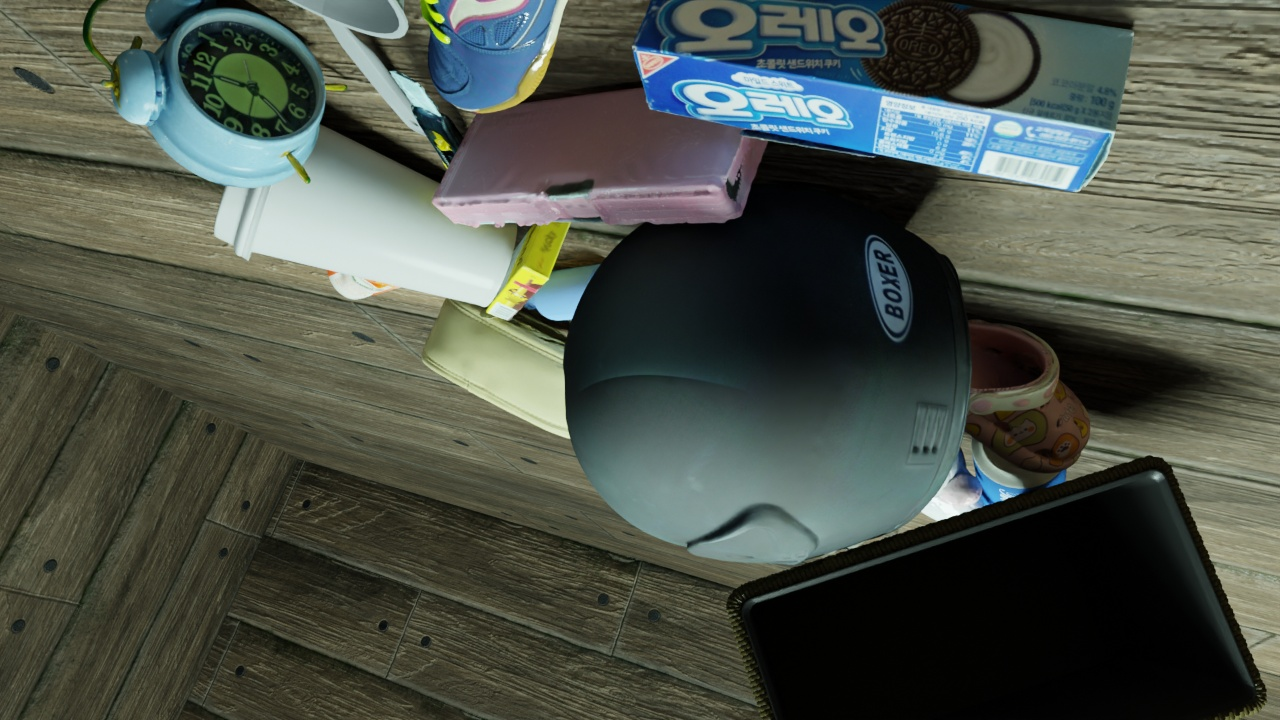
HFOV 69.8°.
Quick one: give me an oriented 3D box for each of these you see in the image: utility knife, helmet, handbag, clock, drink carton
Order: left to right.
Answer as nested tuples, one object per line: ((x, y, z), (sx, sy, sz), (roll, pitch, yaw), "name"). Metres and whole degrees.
((-0.291, -0.190, 0.627), (0.162, 0.117, 0.060), (23, 151, -30), "clock")
((-0.294, -0.098, 1.026), (0.122, 0.038, 0.069), (-7, 149, 42), "drink carton")
((-0.138, -0.156, 0.651), (0.029, 0.020, 0.213), (17, 173, 6), "utility knife")
((-0.097, 0.002, 0.958), (0.233, 0.089, 0.190), (28, -165, 31), "handbag")
((0.064, 0.020, 0.639), (0.236, 0.248, 0.317), (-2, 157, -7), "helmet")

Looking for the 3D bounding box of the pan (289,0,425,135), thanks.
((-0.190, -0.218, 0.533), (0.201, 0.051, 0.356), (27, 179, 13), "pan")

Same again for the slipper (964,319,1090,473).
((0.275, 0.011, 0.693), (0.197, 0.093, 0.082), (27, 140, -18), "slipper")

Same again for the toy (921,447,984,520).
((0.262, 0.101, 0.873), (0.179, 0.101, 0.139), (41, 171, -2), "toy")

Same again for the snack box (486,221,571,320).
((-0.102, -0.083, 0.822), (0.025, 0.061, 0.149), (24, 161, -15), "snack box")

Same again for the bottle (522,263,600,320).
((-0.072, -0.062, 0.870), (0.131, 0.048, 0.048), (-1, 153, 47), "bottle")

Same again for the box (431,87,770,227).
((-0.028, -0.128, 0.575), (0.233, 0.098, 0.037), (4, 152, 36), "box")

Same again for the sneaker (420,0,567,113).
((-0.084, -0.199, 0.434), (0.091, 0.116, 0.242), (-4, 168, -26), "sneaker")

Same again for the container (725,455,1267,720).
((0.236, 0.211, 0.706), (0.321, 0.176, 0.205), (-17, 169, -2), "container")

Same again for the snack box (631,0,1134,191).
((0.112, -0.140, 0.451), (0.226, 0.059, 0.059), (15, 165, 15), "snack box")

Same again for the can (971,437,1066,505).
((0.354, 0.101, 0.855), (0.079, 0.078, 0.146), (10, 159, 27), "can")

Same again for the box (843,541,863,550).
((0.144, 0.067, 0.831), (0.216, 0.081, 0.063), (48, 175, 32), "box")

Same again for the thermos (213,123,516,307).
((-0.222, -0.118, 0.765), (0.221, 0.131, 0.132), (19, 163, -22), "thermos")

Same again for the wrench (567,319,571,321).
((-0.005, 0.005, 0.896), (0.273, 0.009, 0.047), (37, 173, 21), "wrench")
